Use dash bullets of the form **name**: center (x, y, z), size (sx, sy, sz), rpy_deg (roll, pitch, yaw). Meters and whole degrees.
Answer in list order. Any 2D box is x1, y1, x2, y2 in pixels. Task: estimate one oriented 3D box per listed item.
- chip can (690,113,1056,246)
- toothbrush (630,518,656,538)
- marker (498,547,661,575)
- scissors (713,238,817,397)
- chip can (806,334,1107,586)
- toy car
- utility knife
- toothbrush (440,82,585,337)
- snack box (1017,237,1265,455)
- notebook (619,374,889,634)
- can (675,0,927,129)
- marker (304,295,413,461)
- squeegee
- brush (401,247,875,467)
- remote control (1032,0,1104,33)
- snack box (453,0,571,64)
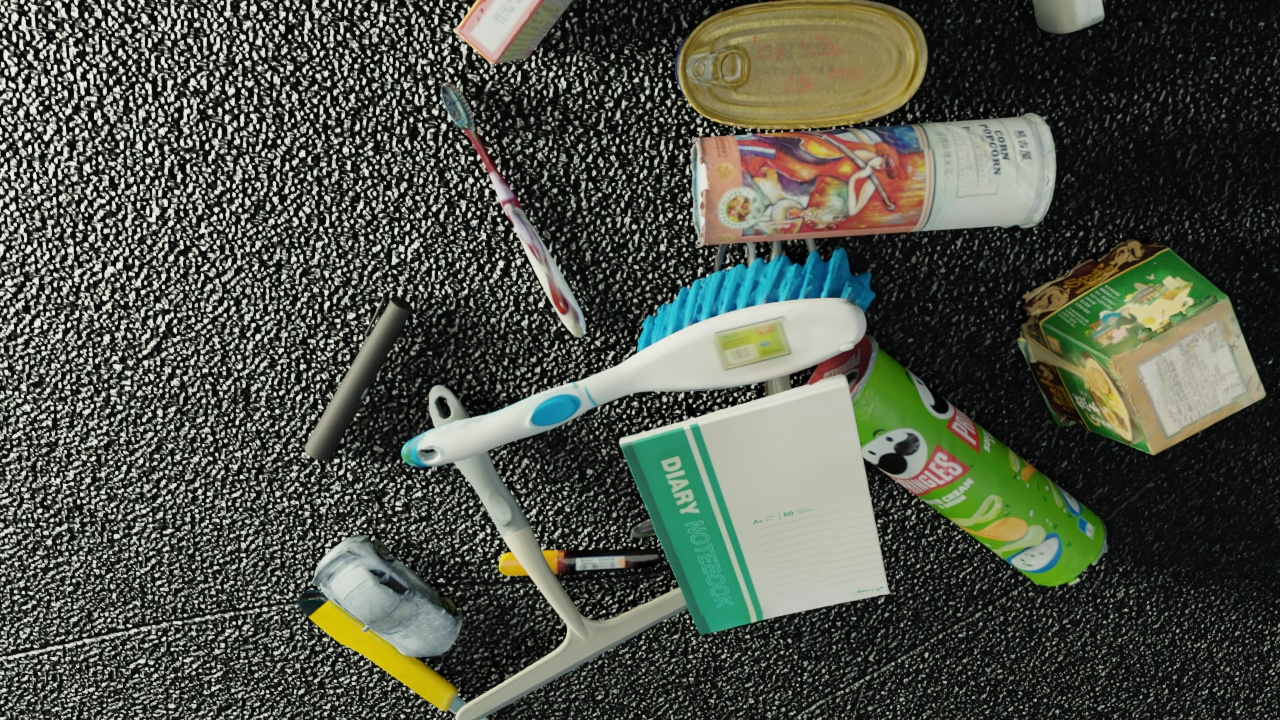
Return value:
- **chip can**: center (0.141, -0.113, 0.581), size (0.215, 0.071, 0.071), rpy_deg (-4, 110, 0)
- **toothbrush**: center (0.079, 0.104, 0.687), size (0.181, 0.018, 0.016), rpy_deg (-18, 118, 6)
- **marker**: center (-0.045, 0.152, 0.700), size (0.124, 0.015, 0.018), rpy_deg (-1, 108, -4)
- **scissors**: center (0.103, -0.014, 0.646), size (0.141, 0.014, 0.173), rpy_deg (-42, 107, 13)
- **chip can**: center (0.225, 0.075, 0.654), size (0.236, 0.072, 0.072), rpy_deg (35, 105, -15)
- **toy car**: center (-0.190, 0.182, 0.694), size (0.054, 0.036, 0.120), rpy_deg (-42, 110, 11)
- **utility knife**: center (-0.188, 0.241, 0.725), size (0.033, 0.015, 0.197), rpy_deg (-37, 109, 27)
- **toothbrush**: center (-0.082, -0.095, 0.604), size (0.016, 0.017, 0.187), rpy_deg (-25, 109, 7)
- **snack box**: center (0.336, -0.003, 0.611), size (0.118, 0.105, 0.117), rpy_deg (-31, 109, 9)
- **notebook**: center (0.086, 0.111, 0.638), size (0.150, 0.012, 0.209), rpy_deg (-16, 126, 7)
- **can**: center (0.095, -0.182, 0.563), size (0.148, 0.049, 0.075), rpy_deg (-4, 110, -1)
- **marker**: center (-0.198, 0.014, 0.638), size (0.022, 0.020, 0.132), rpy_deg (26, 107, -23)
- **squeegee**: center (-0.085, 0.126, 0.662), size (0.246, 0.039, 0.246), rpy_deg (-28, 103, 2)
- **brush**: center (-0.004, 0.004, 0.601), size (0.315, 0.109, 0.060), rpy_deg (-14, 116, 17)
- **remote control**: center (0.241, -0.261, 0.538), size (0.019, 0.056, 0.135), rpy_deg (-20, 109, 4)
- **snack box**: center (-0.055, -0.199, 0.494), size (0.027, 0.155, 0.077), rpy_deg (39, 104, -13)
